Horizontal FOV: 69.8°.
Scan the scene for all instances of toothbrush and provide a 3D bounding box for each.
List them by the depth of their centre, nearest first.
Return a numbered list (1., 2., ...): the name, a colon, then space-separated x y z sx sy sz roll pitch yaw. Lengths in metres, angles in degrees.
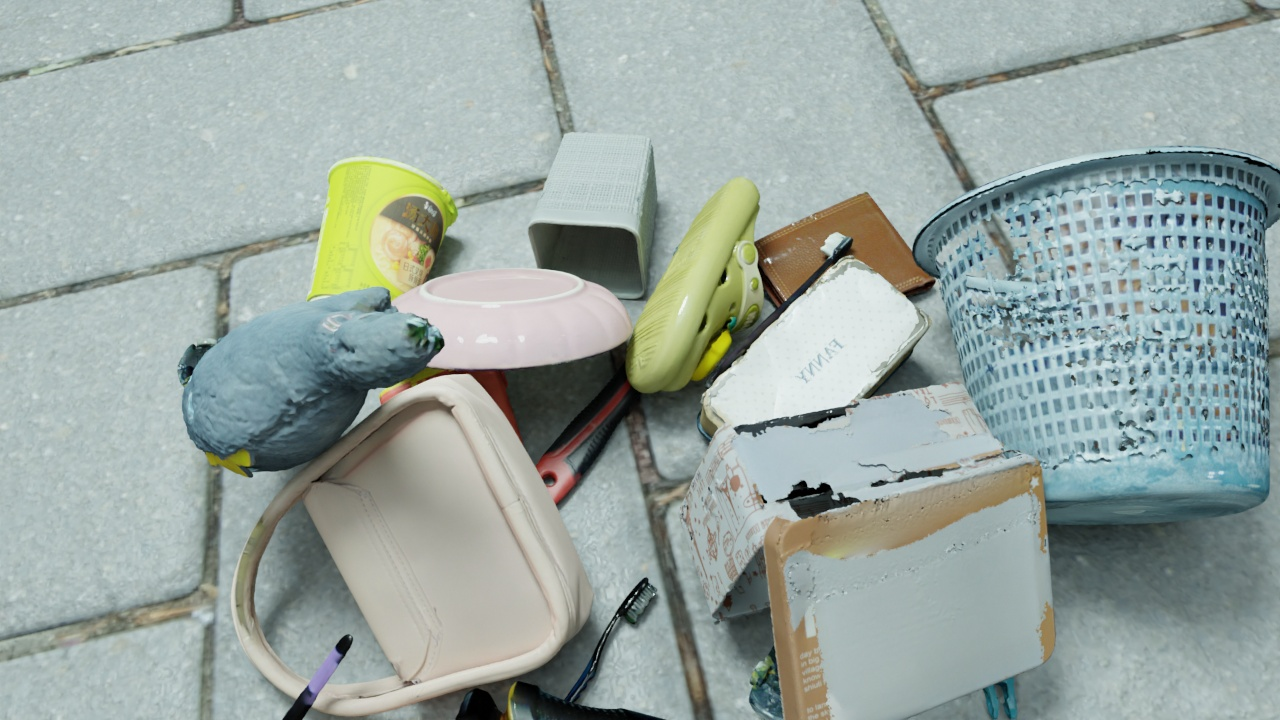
1. toothbrush: -0.237 0.250 0.571 0.014 0.017 0.189 34 87 21
2. toothbrush: -0.044 0.223 0.601 0.016 0.014 0.189 37 68 -3
3. toothbrush: 0.106 -0.040 0.706 0.018 0.016 0.180 34 66 23

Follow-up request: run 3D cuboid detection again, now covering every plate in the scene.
1. plate: -0.102 -0.039 0.685 0.192 0.039 0.192 -1 17 0

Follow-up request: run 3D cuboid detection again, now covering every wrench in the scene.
1. wrench: -0.004 0.004 0.728 0.056 0.016 0.272 26 65 17

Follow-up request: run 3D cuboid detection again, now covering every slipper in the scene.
1. slipper: 0.058 -0.052 0.701 0.081 0.092 0.190 29 70 -11

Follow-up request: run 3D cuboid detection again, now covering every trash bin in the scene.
1. trash bin: 0.299 0.002 0.591 0.227 0.227 0.195 -1 74 6

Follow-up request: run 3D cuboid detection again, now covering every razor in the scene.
1. razor: -0.031 0.238 0.562 0.167 0.062 0.067 9 95 -3

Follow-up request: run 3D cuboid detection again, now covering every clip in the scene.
1. clip: 0.226 0.200 0.583 0.040 0.014 0.056 -5 59 4

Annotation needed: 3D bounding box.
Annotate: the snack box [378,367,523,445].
1. snack box: -0.137 0.045 0.683 0.091 0.082 0.080 -23 69 -6

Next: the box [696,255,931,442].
1. box: 0.121 0.014 0.669 0.184 0.061 0.090 -42 74 -10

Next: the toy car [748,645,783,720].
1. toy car: 0.104 0.194 0.589 0.043 0.034 0.090 22 49 25

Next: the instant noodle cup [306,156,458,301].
1. instant noodle cup: -0.220 -0.086 0.763 0.112 0.112 0.123 6 68 10

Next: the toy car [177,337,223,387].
1. toy car: -0.326 0.003 0.757 0.105 0.031 0.048 -8 57 0

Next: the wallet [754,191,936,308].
1. wallet: 0.162 -0.075 0.751 0.124 0.032 0.101 -25 62 -8

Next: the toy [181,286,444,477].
1. toy: -0.218 0.014 0.582 0.137 0.357 0.091 -32 101 -27

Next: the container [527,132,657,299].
1. container: -0.034 -0.125 0.770 0.090 0.090 0.114 5 57 9

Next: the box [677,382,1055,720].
1. box: 0.144 0.123 0.543 0.182 0.153 0.177 -9 59 -17

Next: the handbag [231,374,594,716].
1. handbag: -0.167 0.137 0.605 0.234 0.093 0.193 -29 87 5
